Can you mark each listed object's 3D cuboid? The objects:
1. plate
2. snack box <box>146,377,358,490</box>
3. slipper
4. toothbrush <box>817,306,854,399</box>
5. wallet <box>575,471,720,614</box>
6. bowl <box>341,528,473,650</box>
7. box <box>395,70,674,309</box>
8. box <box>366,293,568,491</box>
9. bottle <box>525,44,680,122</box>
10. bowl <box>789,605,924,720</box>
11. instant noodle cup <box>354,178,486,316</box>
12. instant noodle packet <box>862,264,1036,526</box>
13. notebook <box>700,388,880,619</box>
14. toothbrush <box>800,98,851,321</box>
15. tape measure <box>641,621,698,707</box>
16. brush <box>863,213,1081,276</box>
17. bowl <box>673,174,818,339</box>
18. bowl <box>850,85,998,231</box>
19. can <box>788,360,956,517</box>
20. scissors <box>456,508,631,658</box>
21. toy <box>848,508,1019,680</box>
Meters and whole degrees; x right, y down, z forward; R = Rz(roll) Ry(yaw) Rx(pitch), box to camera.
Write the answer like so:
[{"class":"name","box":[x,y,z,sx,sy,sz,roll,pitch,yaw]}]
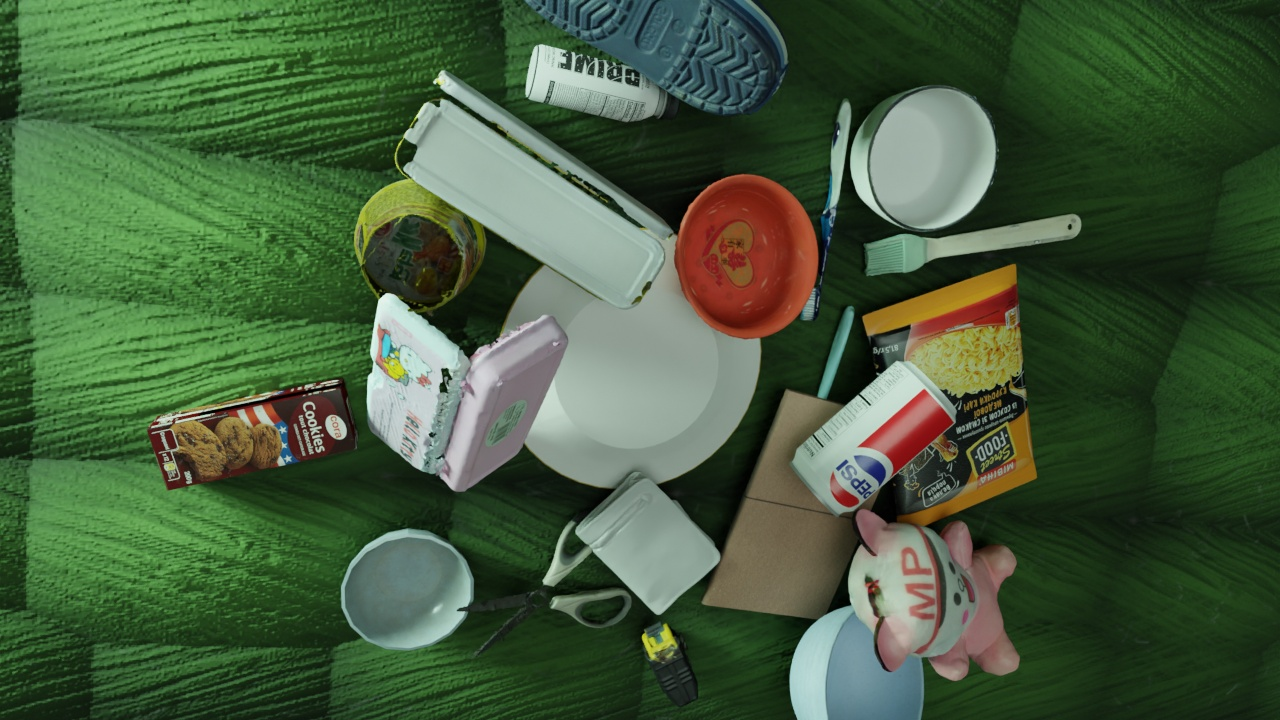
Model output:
[{"class":"plate","box":[-0.005,0.005,0.772,0.229,0.021,0.230,-3,106,-12]},{"class":"snack box","box":[-0.297,0.056,0.712,0.140,0.032,0.051,-12,108,-10]},{"class":"slipper","box":[0.001,-0.276,0.661,0.253,0.105,0.095,39,52,-7]},{"class":"toothbrush","box":[0.164,0.038,0.825,0.016,0.016,0.181,10,104,-16]},{"class":"wallet","box":[0.007,0.158,0.805,0.086,0.032,0.116,-39,110,-2]},{"class":"bowl","box":[-0.194,0.186,0.769,0.106,0.039,0.106,-3,106,-12]},{"class":"box","box":[-0.077,-0.126,0.688,0.210,0.080,0.084,31,95,-18]},{"class":"box","box":[-0.136,0.016,0.677,0.100,0.202,0.103,-36,77,-32]},{"class":"bottle","box":[-0.026,-0.206,0.697,0.116,0.041,0.041,9,103,-16]},{"class":"bowl","box":[0.192,0.303,0.862,0.150,0.075,0.150,10,75,-39]},{"class":"instant noodle cup","box":[-0.161,-0.079,0.665,0.102,0.108,0.102,-3,106,-10]},{"class":"instant noodle packet","box":[0.290,0.038,0.843,0.159,0.032,0.221,-19,109,-14]},{"class":"notebook","box":[0.151,0.137,0.840,0.141,0.008,0.209,15,102,-28]},{"class":"toothbrush","box":[0.157,-0.125,0.778,0.017,0.016,0.189,6,104,-5]},{"class":"tape measure","box":[0.028,0.272,0.834,0.038,0.062,0.067,-26,109,-5]},{"class":"brush","box":[0.299,-0.106,0.819,0.217,0.012,0.033,-10,108,-12]},{"class":"bowl","box":[0.078,-0.083,0.746,0.130,0.045,0.130,-1,93,-24]},{"class":"bowl","box":[0.224,-0.166,0.754,0.116,0.065,0.116,-3,106,-13]},{"class":"can","box":[0.196,0.066,0.777,0.132,0.070,0.070,-43,110,7]},{"class":"scissors","box":[-0.073,0.199,0.800,0.157,0.012,0.169,29,86,-29]},{"class":"toy","box":[0.266,0.216,0.836,0.213,0.084,0.141,17,70,-39]}]
